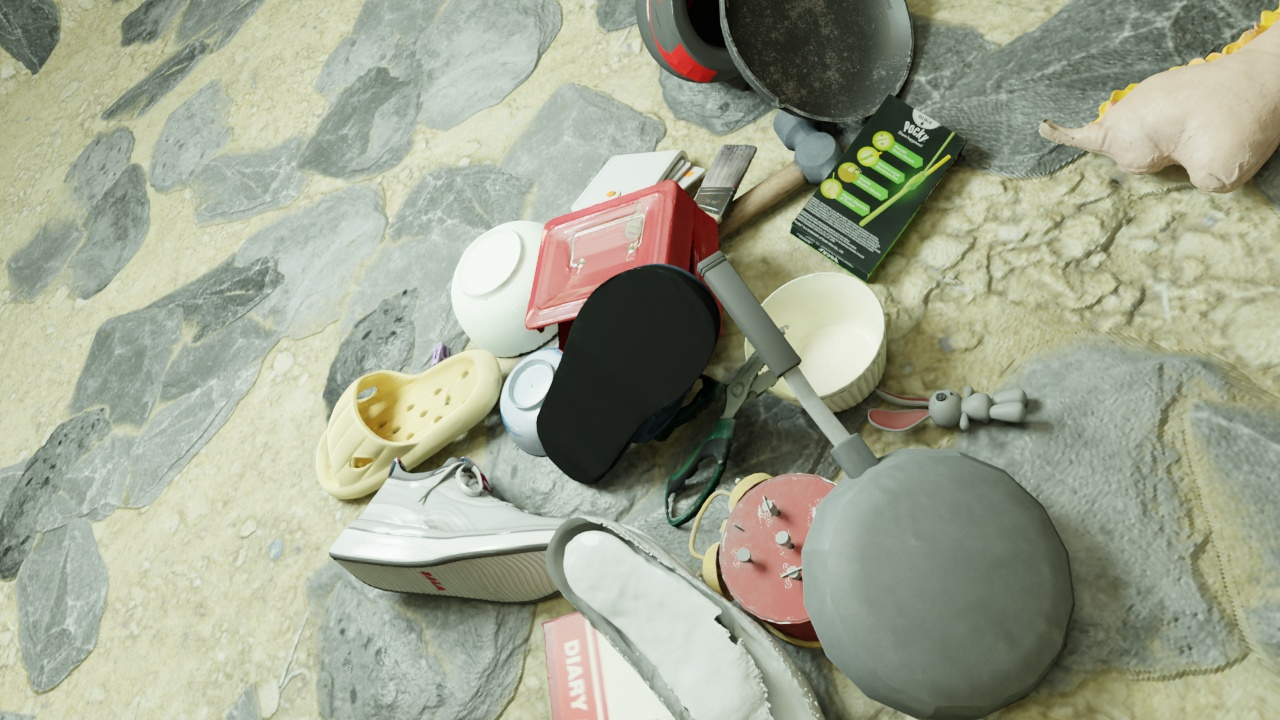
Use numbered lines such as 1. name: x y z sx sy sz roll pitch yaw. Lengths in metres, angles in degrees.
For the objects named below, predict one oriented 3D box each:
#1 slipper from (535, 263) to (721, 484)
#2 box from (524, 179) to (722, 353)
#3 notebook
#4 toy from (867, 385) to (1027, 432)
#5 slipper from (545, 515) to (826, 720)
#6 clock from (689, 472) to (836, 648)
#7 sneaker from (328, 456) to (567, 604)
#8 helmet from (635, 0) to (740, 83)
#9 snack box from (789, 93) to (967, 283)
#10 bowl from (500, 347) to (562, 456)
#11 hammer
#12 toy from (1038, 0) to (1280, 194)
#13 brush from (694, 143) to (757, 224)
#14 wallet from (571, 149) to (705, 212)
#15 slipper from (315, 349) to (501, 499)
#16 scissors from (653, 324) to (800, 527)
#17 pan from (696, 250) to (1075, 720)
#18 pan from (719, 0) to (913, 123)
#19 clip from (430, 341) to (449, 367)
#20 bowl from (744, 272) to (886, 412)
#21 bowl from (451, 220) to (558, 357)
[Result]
1. slipper: -0.005 0.004 0.775 0.109 0.266 0.083 44 47 10
2. box: -0.010 -0.074 0.836 0.158 0.112 0.134 -10 63 34
3. notebook: -0.002 0.284 0.707 0.153 0.012 0.208 -22 55 17
4. toy: 0.233 0.036 0.697 0.112 0.030 0.049 -3 33 27
5. slipper: 0.032 0.205 0.673 0.247 0.074 0.112 37 113 29
6. clock: 0.105 0.139 0.681 0.159 0.081 0.117 14 71 36
7. sneaker: -0.149 0.143 0.831 0.264 0.097 0.128 -3 52 25
8. helmet: 0.081 -0.398 0.956 0.264 0.164 0.170 -61 22 -5
9. snack box: 0.207 -0.151 0.803 0.080 0.025 0.147 36 84 12
10. bowl: -0.094 0.032 0.889 0.114 0.045 0.114 -15 56 24
11. hammer: 0.054 -0.116 0.894 0.322 0.040 0.129 -33 55 12
12. toy: 0.459 -0.242 0.701 0.196 0.065 0.264 30 80 34
13. brush: 0.064 -0.141 0.871 0.039 0.012 0.151 23 84 32
14. wallet: 0.002 -0.175 0.941 0.115 0.037 0.118 3 45 33
15. slipper: -0.259 0.059 0.944 0.262 0.079 0.111 -27 54 22
16. scissors: 0.059 0.028 0.768 0.210 0.015 0.142 -57 36 27
17. pan: 0.147 0.069 0.614 0.178 0.041 0.357 -32 76 -12
18. pan: 0.097 -0.353 0.849 0.207 0.357 0.040 -64 12 -16
19. clip: -0.219 -0.002 0.995 0.014 0.042 0.052 -29 65 15
20. bowl: 0.150 -0.008 0.752 0.115 0.062 0.115 -15 56 24
21. bowl: -0.141 -0.087 0.970 0.154 0.073 0.153 -16 56 25
